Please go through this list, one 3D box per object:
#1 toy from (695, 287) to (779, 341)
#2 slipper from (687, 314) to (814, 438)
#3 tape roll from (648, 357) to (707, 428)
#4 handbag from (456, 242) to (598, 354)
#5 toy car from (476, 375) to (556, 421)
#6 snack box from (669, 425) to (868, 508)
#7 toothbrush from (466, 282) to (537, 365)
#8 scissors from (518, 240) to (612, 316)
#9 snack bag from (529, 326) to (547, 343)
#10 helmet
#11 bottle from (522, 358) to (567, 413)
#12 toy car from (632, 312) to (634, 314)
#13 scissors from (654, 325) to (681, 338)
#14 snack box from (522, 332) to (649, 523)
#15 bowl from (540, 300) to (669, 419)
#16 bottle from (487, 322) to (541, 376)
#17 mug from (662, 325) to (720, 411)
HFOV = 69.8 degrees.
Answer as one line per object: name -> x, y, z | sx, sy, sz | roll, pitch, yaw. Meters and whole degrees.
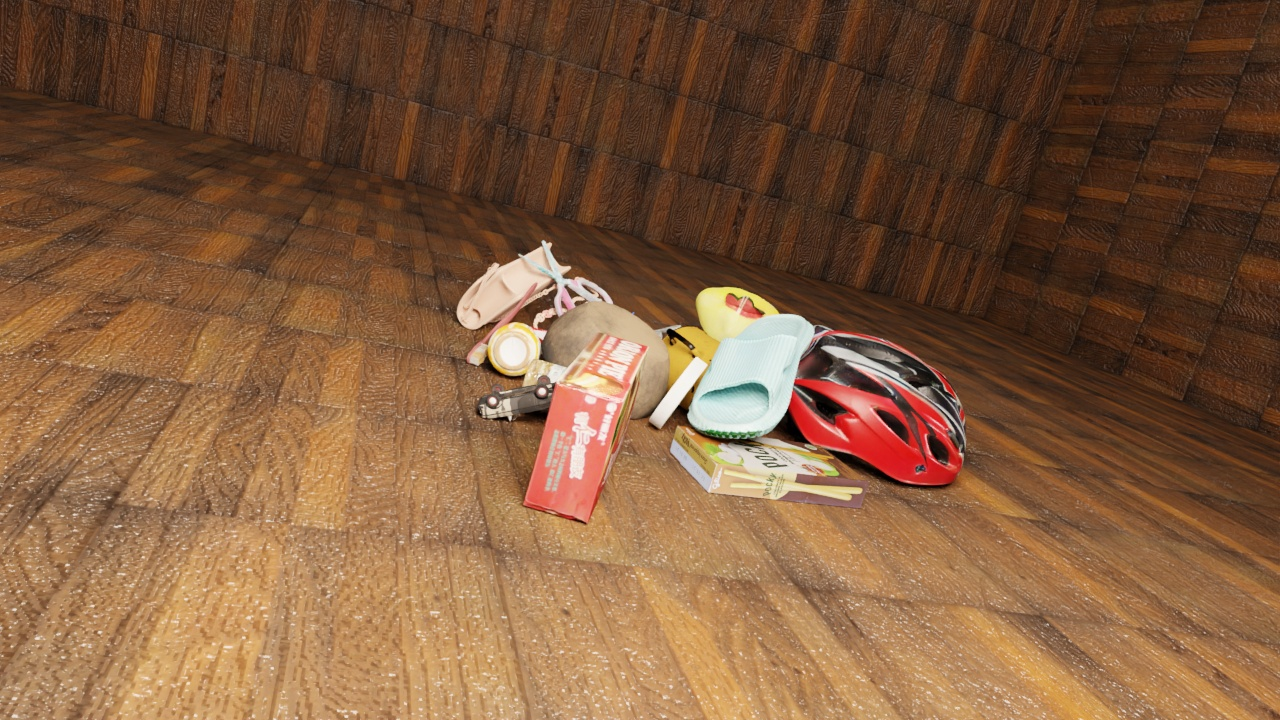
toy -> 0.144, -0.059, 1.379 | 0.134, 0.092, 0.207 | 22, 4, 5
slipper -> 0.129, -0.001, 1.043 | 0.116, 0.069, 0.275 | -4, 27, 28
tape roll -> 0.043, 0.037, 1.059 | 0.018, 0.094, 0.093 | 37, 15, 4
handbag -> -0.156, -0.056, 1.317 | 0.187, 0.117, 0.198 | 52, 33, -2
toy car -> -0.121, 0.042, 0.954 | 0.092, 0.037, 0.040 | -11, 15, 1
snack box -> 0.137, 0.114, 0.981 | 0.185, 0.032, 0.101 | 9, 14, -24
toothbrush -> -0.172, -0.051, 1.183 | 0.016, 0.015, 0.183 | 19, 42, 11
scissors -> -0.098, -0.101, 1.307 | 0.174, 0.013, 0.170 | 8, 47, -50
snack bag -> -0.068, -0.002, 1.196 | 0.130, 0.039, 0.144 | 12, 23, -45
helmet -> 0.297, 0.061, 1.162 | 0.272, 0.167, 0.217 | 25, 14, -12
bottle -> -0.075, 0.038, 1.006 | 0.105, 0.056, 0.056 | 16, 13, 2
toy car -> -0.043, -0.042, 1.367 | 0.033, 0.062, 0.091 | 22, 15, 29
scissors -> -0.006, -0.037, 1.395 | 0.160, 0.014, 0.120 | -9, 9, 27
snack box -> -0.044, 0.052, 0.852 | 0.060, 0.113, 0.236 | 17, 13, 3
bowl -> -0.033, -0.009, 1.103 | 0.162, 0.070, 0.162 | 29, 23, -14
bottle -> -0.153, -0.016, 1.131 | 0.063, 0.063, 0.109 | 14, 5, -5
mug -> 0.073, 0.011, 1.159 | 0.094, 0.100, 0.124 | 34, -18, 50
